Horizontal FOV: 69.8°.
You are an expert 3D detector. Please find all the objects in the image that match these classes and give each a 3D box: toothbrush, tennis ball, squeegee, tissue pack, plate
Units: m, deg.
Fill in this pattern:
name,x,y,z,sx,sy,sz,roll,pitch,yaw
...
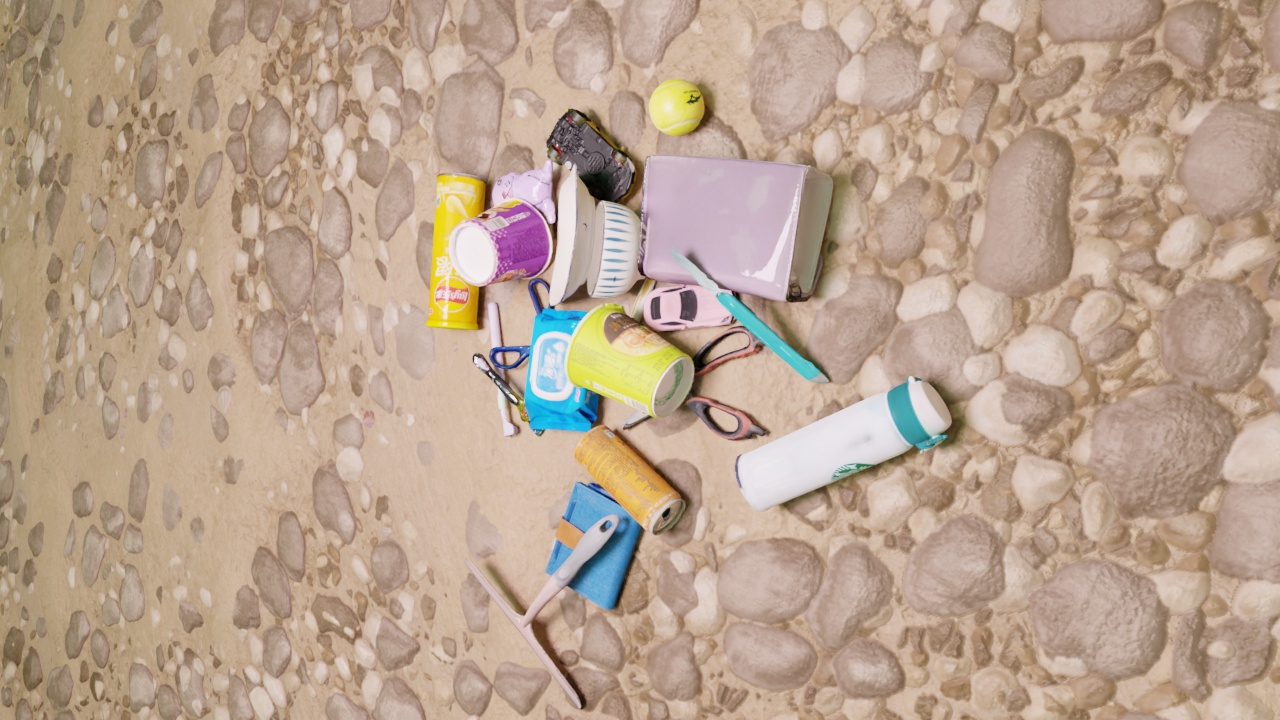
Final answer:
name,x,y,z,sx,sy,sz,roll,pitch,yaw
toothbrush,-0.191,0.010,1.258,0.029,0.021,0.189,148,115,-64
tennis ball,0.043,-0.298,1.082,0.066,0.065,0.065,-2,86,35
squeegee,-0.101,0.274,1.133,0.247,0.040,0.250,47,119,18
toothbrush,0.020,-0.123,1.118,0.016,0.018,0.191,30,104,34
tissue pack,-0.097,0.013,1.158,0.095,0.052,0.157,6,89,27
plate,-0.082,-0.151,1.141,0.164,0.034,0.164,167,108,-77

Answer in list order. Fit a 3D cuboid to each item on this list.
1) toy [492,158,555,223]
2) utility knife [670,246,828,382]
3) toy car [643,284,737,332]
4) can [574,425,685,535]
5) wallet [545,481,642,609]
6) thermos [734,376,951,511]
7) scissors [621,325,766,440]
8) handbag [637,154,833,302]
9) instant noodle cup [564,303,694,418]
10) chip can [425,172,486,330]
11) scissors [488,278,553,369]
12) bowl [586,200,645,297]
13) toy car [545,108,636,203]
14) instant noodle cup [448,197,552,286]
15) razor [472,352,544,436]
name,x,y,z,sx,sy,sz,roll,pitch,yaw
toy,-0.156,-0.222,1.233,0.108,0.038,0.084,-1,94,34
utility knife,0.116,-0.047,0.987,0.223,0.013,0.029,40,151,-6
toy car,0.056,-0.064,1.080,0.123,0.037,0.056,-5,86,33
can,-0.015,0.143,1.105,0.146,0.058,0.058,41,110,29
wallet,-0.057,0.229,1.145,0.106,0.040,0.133,25,102,29
thermos,0.208,0.090,0.948,0.225,0.073,0.073,-29,72,30
scissors,0.063,0.032,1.082,0.227,0.015,0.189,32,105,32
handbag,0.100,-0.147,1.013,0.197,0.098,0.145,13,93,32
instant noodle cup,-0.006,0.006,1.069,0.123,0.111,0.112,28,103,29
chip can,-0.255,-0.149,1.280,0.072,0.072,0.213,4,89,35
scissors,-0.129,-0.030,1.214,0.173,0.012,0.162,-5,80,28
bowl,-0.024,-0.131,1.108,0.116,0.066,0.116,-176,91,-78
toy car,-0.061,-0.257,1.167,0.156,0.041,0.071,46,113,24
instant noodle cup,-0.188,-0.148,1.198,0.112,0.099,0.112,15,118,31
razor,-0.176,0.040,1.224,0.143,0.022,0.043,44,110,11
